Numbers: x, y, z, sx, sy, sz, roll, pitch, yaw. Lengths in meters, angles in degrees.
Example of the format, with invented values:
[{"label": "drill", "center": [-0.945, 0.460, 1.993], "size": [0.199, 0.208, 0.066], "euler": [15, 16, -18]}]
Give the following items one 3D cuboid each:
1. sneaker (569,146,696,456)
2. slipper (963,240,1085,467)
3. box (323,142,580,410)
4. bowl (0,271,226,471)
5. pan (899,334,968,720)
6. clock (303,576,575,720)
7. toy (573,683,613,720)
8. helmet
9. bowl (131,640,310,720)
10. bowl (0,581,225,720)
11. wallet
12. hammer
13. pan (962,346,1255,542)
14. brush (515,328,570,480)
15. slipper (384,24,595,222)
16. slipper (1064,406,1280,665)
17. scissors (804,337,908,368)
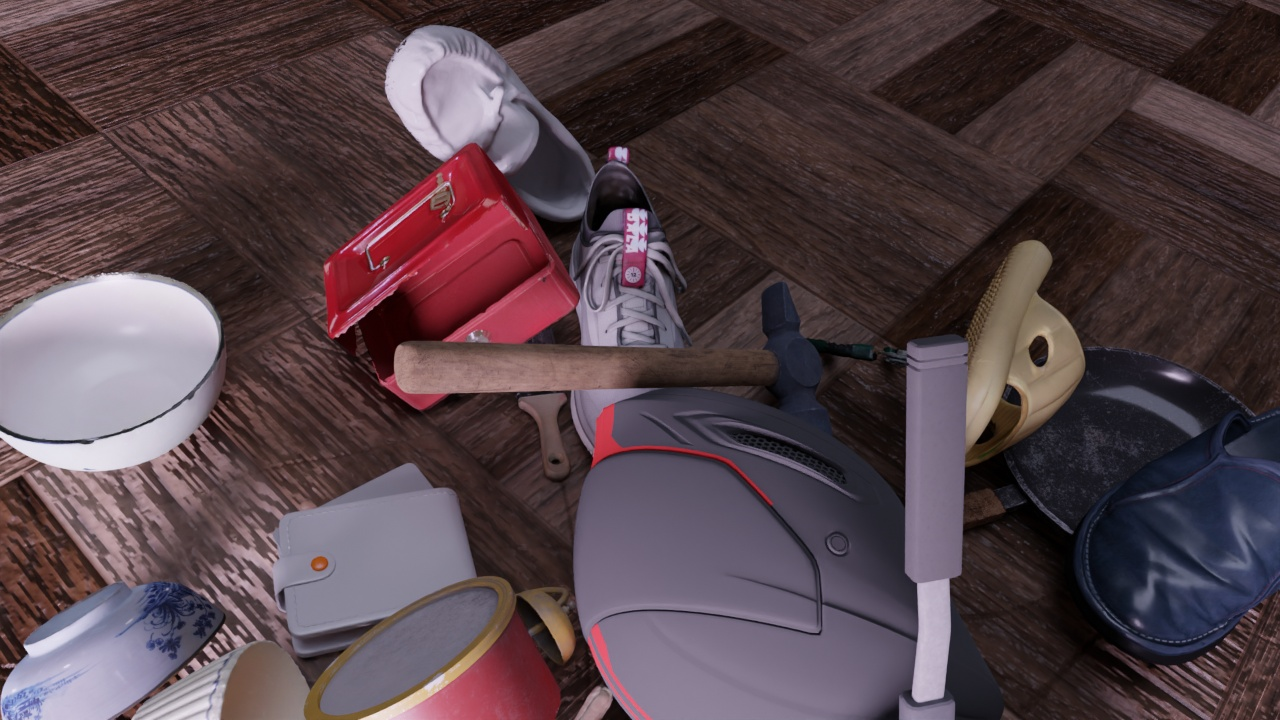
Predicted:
[{"label": "sneaker", "center": [-0.007, -0.040, 0.686], "size": [0.096, 0.129, 0.262], "euler": [-3, 51, -7]}, {"label": "slipper", "center": [0.268, 0.006, 0.660], "size": [0.079, 0.112, 0.260], "euler": [29, 46, 10]}, {"label": "box", "center": [-0.141, -0.061, 0.677], "size": [0.157, 0.112, 0.134], "euler": [-36, 42, 7]}, {"label": "bowl", "center": [-0.359, 0.015, 0.627], "size": [0.153, 0.073, 0.153], "euler": [3, 48, -4]}, {"label": "pan", "center": [0.124, 0.161, 0.400], "size": [0.178, 0.357, 0.041], "euler": [-8, 18, -9]}, {"label": "clock", "center": [-0.093, 0.175, 0.493], "size": [0.117, 0.081, 0.158], "euler": [-18, 14, 36]}, {"label": "toy", "center": [0.015, 0.300, 0.422], "size": [0.264, 0.065, 0.195], "euler": [33, 57, 19]}, {"label": "helmet", "center": [0.066, 0.141, 0.502], "size": [0.265, 0.165, 0.169], "euler": [25, 54, 5]}, {"label": "bowl", "center": [-0.209, 0.204, 0.454], "size": [0.062, 0.115, 0.115], "euler": [-15, 50, -1]}, {"label": "bowl", "center": [-0.285, 0.150, 0.485], "size": [0.114, 0.045, 0.114], "euler": [-25, 13, 6]}, {"label": "wallet", "center": [-0.170, 0.119, 0.581], "size": [0.118, 0.038, 0.115], "euler": [-8, 49, -19]}, {"label": "hammer", "center": [-0.004, 0.004, 0.601], "size": [0.321, 0.040, 0.129], "euler": [0, 73, -35]}, {"label": "pan", "center": [0.293, 0.094, 0.665], "size": [0.356, 0.040, 0.207], "euler": [-15, 50, -11]}, {"label": "brush", "center": [-0.074, 0.027, 0.693], "size": [0.039, 0.012, 0.151], "euler": [-5, 49, -12]}, {"label": "slipper", "center": [-0.112, -0.179, 0.744], "size": [0.075, 0.246, 0.112], "euler": [19, 83, 30]}, {"label": "slipper", "center": [0.389, 0.088, 0.592], "size": [0.265, 0.084, 0.109], "euler": [-26, 56, -19]}, {"label": "scissors", "center": [0.164, -0.006, 0.677], "size": [0.142, 0.015, 0.209], "euler": [9, 4, 11]}]
